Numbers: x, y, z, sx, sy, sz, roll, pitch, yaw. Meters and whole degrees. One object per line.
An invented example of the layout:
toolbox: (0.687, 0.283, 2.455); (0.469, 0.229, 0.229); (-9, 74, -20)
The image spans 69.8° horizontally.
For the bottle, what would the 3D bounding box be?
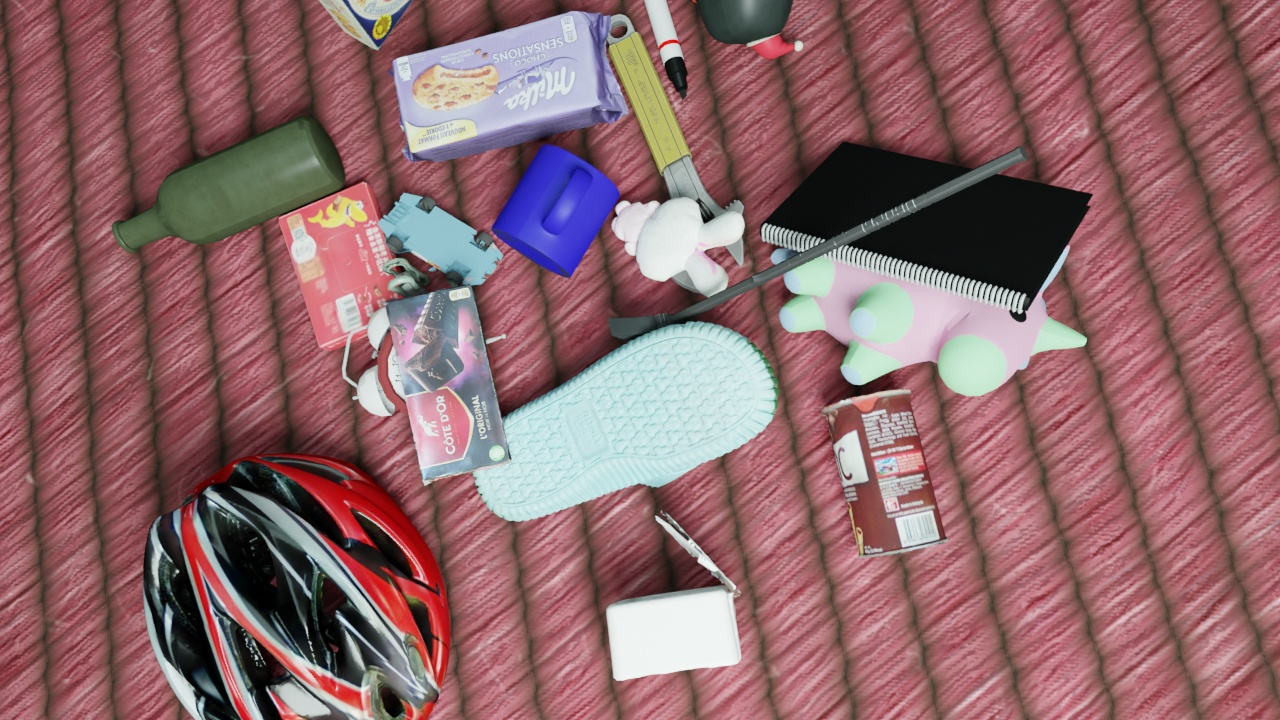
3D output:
bottle: (-0.377, -0.151, 0.833); (0.207, 0.071, 0.071); (-22, 78, 3)

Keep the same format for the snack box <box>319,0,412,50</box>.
snack box: (-0.236, -0.375, 0.819); (0.042, 0.144, 0.145); (32, 86, 8)

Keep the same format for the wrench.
wrench: (0.021, -0.189, 0.817); (0.084, 0.018, 0.273); (-24, 78, 7)

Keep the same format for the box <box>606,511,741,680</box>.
box: (0.024, 0.170, 0.709); (0.103, 0.110, 0.130); (-11, 80, 4)

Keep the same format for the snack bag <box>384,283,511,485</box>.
snack bag: (-0.157, 0.017, 0.752); (0.074, 0.018, 0.155); (-13, 88, -1)

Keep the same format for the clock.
clock: (-0.186, 0.004, 0.787); (0.137, 0.048, 0.096); (8, 86, 1)

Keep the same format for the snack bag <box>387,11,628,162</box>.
snack bag: (-0.118, -0.241, 0.824); (0.205, 0.058, 0.096); (-12, 81, 5)

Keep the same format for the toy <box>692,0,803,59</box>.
toy: (0.090, -0.323, 0.798); (0.100, 0.097, 0.119); (10, 109, 50)

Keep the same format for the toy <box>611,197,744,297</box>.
toy: (0.028, -0.102, 0.773); (0.125, 0.037, 0.076); (22, 91, 32)

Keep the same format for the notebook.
notebook: (0.218, -0.111, 0.709); (0.207, 0.016, 0.148); (21, 49, 30)

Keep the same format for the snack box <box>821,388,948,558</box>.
snack box: (0.191, 0.089, 0.721); (0.072, 0.072, 0.121); (-12, 80, 5)

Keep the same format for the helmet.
helmet: (-0.272, 0.206, 0.726); (0.217, 0.167, 0.272); (-32, 90, 4)

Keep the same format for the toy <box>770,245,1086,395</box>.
toy: (0.217, -0.049, 0.728); (0.170, 0.120, 0.222); (-24, 46, -25)

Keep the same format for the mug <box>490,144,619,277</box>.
mug: (-0.069, -0.127, 0.771); (0.079, 0.111, 0.083); (32, 84, -13)

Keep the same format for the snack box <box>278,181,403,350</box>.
snack box: (-0.267, -0.086, 0.833); (0.089, 0.021, 0.133); (-22, 78, 3)

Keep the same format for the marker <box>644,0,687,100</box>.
marker: (0.021, -0.304, 0.837); (0.019, 0.019, 0.145); (-16, 79, 4)

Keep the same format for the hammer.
hammer: (0.115, -0.075, 0.661); (0.326, 0.094, 0.015); (-25, 74, 38)

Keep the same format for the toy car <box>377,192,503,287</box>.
toy car: (-0.178, -0.102, 0.819); (0.108, 0.028, 0.060); (31, 63, 1)

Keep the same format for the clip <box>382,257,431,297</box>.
clip: (-0.200, -0.067, 0.794); (0.023, 0.076, 0.047); (-23, 77, 2)

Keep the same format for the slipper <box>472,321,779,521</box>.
slipper: (-0.016, 0.054, 0.754); (0.277, 0.069, 0.116); (-25, 82, 19)
